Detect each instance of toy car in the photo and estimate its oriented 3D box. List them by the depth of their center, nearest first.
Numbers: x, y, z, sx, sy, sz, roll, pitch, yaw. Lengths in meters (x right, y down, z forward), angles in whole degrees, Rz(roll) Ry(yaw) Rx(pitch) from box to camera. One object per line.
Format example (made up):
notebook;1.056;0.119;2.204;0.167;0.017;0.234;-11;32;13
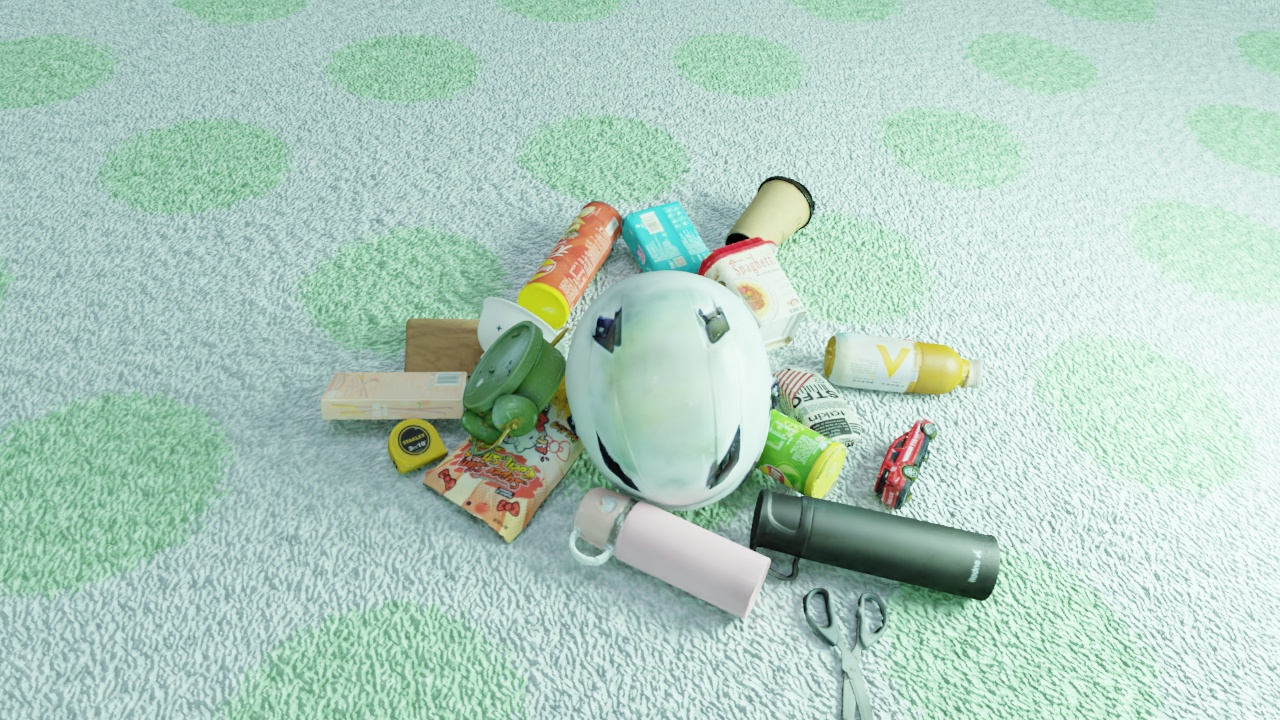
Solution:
toy car;0.303;0.114;1.046;0.045;0.053;0.120;24;48;21

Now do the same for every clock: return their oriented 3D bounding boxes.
clock;-0.139;0.032;0.982;0.056;0.116;0.160;39;57;-25

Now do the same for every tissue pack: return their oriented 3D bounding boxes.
tissue pack;0.038;-0.156;1.285;0.093;0.050;0.133;-20;69;-24

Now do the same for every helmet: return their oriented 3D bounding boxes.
helmet;0.029;0.027;0.939;0.229;0.146;0.258;-4;83;6

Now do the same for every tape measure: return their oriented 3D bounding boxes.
tape measure;-0.253;0.095;1.025;0.059;0.029;0.057;-22;75;-29

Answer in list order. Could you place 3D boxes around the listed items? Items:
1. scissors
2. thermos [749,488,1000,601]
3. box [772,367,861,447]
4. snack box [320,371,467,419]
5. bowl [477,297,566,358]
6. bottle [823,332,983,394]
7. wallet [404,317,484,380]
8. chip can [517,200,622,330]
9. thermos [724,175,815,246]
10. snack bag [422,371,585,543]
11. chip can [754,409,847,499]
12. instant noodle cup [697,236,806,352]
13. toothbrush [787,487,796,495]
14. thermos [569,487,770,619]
scissors;0.199;0.292;0.885;0.164;0.014;0.163;-35;58;-31
thermos;0.235;0.198;0.947;0.242;0.090;0.068;11;3;3
box;0.206;0.051;1.091;0.068;0.052;0.164;-19;34;-8
snack box;-0.282;0.040;1.065;0.157;0.026;0.084;-1;21;-6
bowl;-0.156;-0.016;1.110;0.118;0.118;0.064;25;70;19
bottle;0.329;0.007;1.149;0.189;0.068;0.067;6;44;1
wallet;-0.237;-0.014;1.153;0.115;0.020;0.101;-2;46;-11
chip can;-0.091;-0.134;1.249;0.073;0.073;0.215;17;46;12
thermos;0.187;-0.203;1.341;0.093;0.093;0.143;28;56;22
snack bag;-0.129;0.095;1.028;0.129;0.073;0.207;29;56;21
chip can;0.121;0.078;1.039;0.221;0.073;0.072;29;49;30
instant noodle cup;0.144;-0.078;1.195;0.116;0.117;0.124;-20;61;-24
toothbrush;0.182;0.137;1.040;0.017;0.016;0.187;26;46;7
thermos;0.024;0.197;0.926;0.199;0.067;0.087;22;50;15
